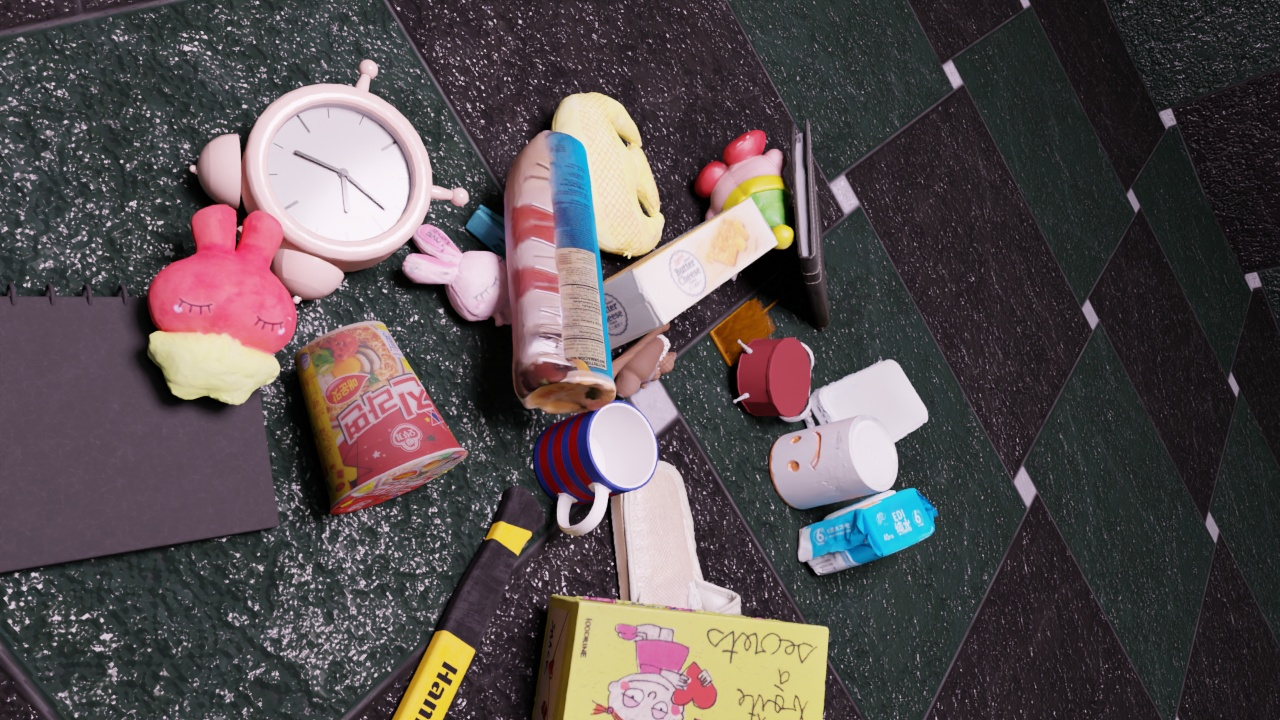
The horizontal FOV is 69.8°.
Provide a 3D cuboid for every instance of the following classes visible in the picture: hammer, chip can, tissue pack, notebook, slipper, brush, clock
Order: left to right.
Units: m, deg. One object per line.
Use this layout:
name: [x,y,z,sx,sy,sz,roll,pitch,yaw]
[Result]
notebook: [-0.345,0.035,0.549,0.231,0.019,0.169,-3,78,-43]
clock: [-0.231,-0.130,0.686,0.160,0.086,0.131,-43,104,-33]
hammer: [-0.148,0.224,0.649,0.170,0.034,0.323,42,49,-21]
chip can: [-0.070,-0.073,0.743,0.079,0.080,0.229,13,59,-39]
slipper: [0.035,0.219,0.801,0.114,0.054,0.272,-6,78,-38]
brush: [0.123,-0.041,1.001,0.126,0.017,0.048,-38,100,-44]
clock: [0.147,0.019,0.969,0.124,0.044,0.087,12,81,-50]
notebook: [0.188,-0.147,1.018,0.209,0.029,0.169,58,29,-67]
tissue pack: [0.240,0.179,0.971,0.144,0.093,0.061,-6,71,-44]

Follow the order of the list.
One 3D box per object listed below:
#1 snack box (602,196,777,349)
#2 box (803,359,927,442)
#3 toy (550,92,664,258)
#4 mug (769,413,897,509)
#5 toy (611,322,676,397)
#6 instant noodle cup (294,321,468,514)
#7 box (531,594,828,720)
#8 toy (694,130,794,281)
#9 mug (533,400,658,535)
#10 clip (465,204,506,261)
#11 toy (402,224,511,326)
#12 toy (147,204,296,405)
snack box: [0.033,-0.082,0.874,0.207,0.104,0.057,-37,99,-44]
box: [0.271,0.059,1.075,0.213,0.063,0.118,-16,83,-44]
toy: [-0.037,-0.177,0.878,0.154,0.065,0.170,-5,79,-49]
mug: [0.200,0.106,0.952,0.082,0.106,0.082,17,64,-37]
toy: [-0.005,0.005,0.850,0.101,0.042,0.055,-41,141,-34]
instant noodle cup: [-0.189,0.036,0.641,0.100,0.101,0.112,-18,79,-44]
box: [0.034,0.254,0.714,0.220,0.079,0.124,14,77,-19]
toy: [0.113,-0.162,0.970,0.131,0.124,0.096,55,16,8]
mug: [-0.042,0.094,0.758,0.075,0.076,0.111,36,53,-27]
clip: [-0.088,-0.079,0.805,0.120,0.033,0.118,7,53,-44]
toy: [-0.142,-0.069,0.753,0.110,0.047,0.063,28,48,-28]
toy: [-0.268,-0.037,0.596,0.091,0.045,0.135,20,70,-39]
